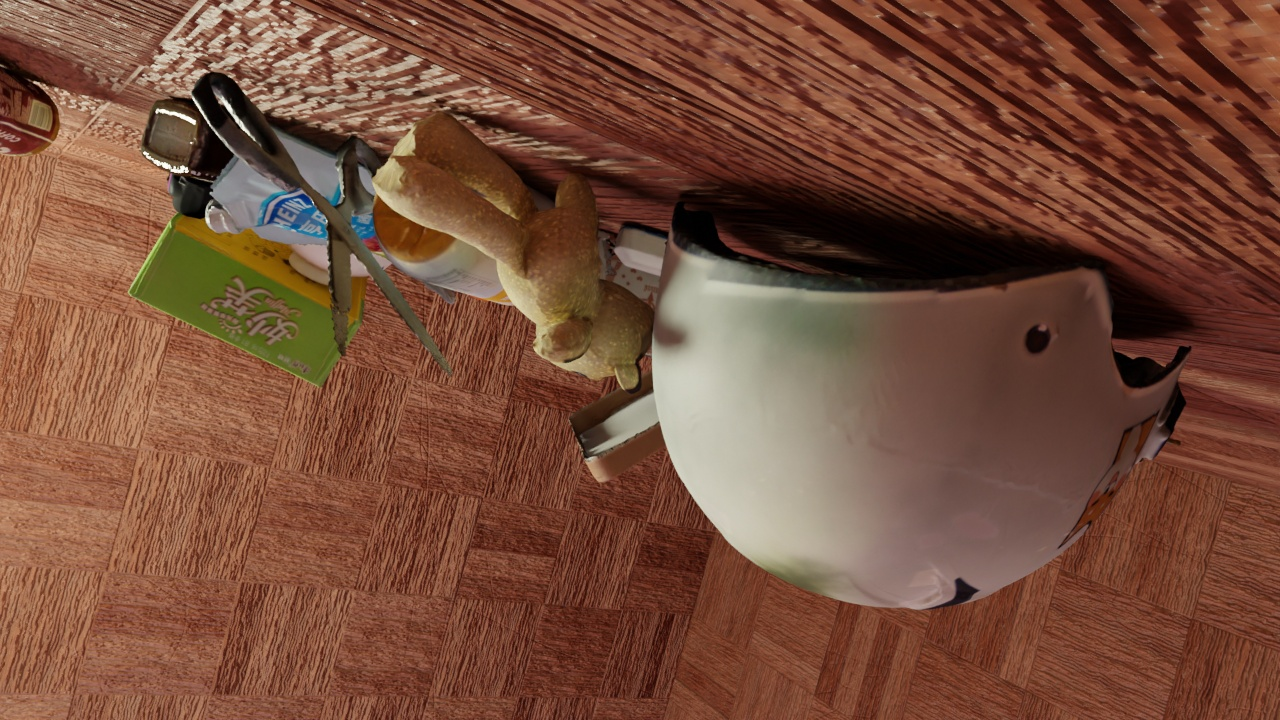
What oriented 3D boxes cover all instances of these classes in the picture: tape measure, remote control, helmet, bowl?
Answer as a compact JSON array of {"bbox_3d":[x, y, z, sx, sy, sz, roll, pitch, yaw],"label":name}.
[{"bbox_3d":[-0.325,-0.141,0.675,0.039,0.057,0.057,19,147,-25],"label":"tape measure"},{"bbox_3d":[0.045,-0.057,0.575,0.125,0.024,0.049,15,-179,-7],"label":"remote control"},{"bbox_3d":[0.116,0.033,0.438,0.230,0.157,0.273,16,-179,33],"label":"helmet"},{"bbox_3d":[-0.245,-0.098,0.735,0.118,0.065,0.118,28,-165,-8],"label":"bowl"}]

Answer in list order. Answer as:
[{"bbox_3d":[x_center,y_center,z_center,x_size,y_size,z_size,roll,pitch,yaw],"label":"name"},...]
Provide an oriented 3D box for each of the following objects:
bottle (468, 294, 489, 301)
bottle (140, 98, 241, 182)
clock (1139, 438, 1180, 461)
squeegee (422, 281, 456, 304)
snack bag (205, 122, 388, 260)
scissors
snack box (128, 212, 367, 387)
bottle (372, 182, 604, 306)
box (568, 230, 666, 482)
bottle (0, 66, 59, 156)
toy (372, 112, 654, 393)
[{"bbox_3d":[-0.178,-0.105,0.888,0.150,0.067,0.066,24,-174,38],"label":"bottle"},{"bbox_3d":[-0.228,-0.122,0.624,0.080,0.044,0.194,21,-175,32],"label":"bottle"},{"bbox_3d":[0.308,0.032,0.643,0.082,0.055,0.122,15,-178,-22],"label":"clock"},{"bbox_3d":[-0.262,-0.126,0.876,0.247,0.039,0.246,31,-179,20],"label":"squeegee"},{"bbox_3d":[-0.169,-0.091,0.579,0.190,0.038,0.111,8,163,-42],"label":"snack bag"},{"bbox_3d":[-0.145,-0.065,0.449,0.179,0.014,0.159,54,-162,-14],"label":"scissors"},{"bbox_3d":[-0.322,-0.076,0.788,0.157,0.070,0.210,30,-168,-24],"label":"snack box"},{"bbox_3d":[-0.072,-0.065,0.519,0.068,0.068,0.189,16,-179,21],"label":"bottle"},{"bbox_3d":[-0.004,0.006,0.718,0.152,0.174,0.182,16,180,-9],"label":"box"},{"bbox_3d":[-0.437,-0.172,0.596,0.057,0.057,0.175,15,180,-16],"label":"bottle"},{"bbox_3d":[-0.049,-0.043,0.406,0.066,0.105,0.157,-25,135,24],"label":"toy"}]
